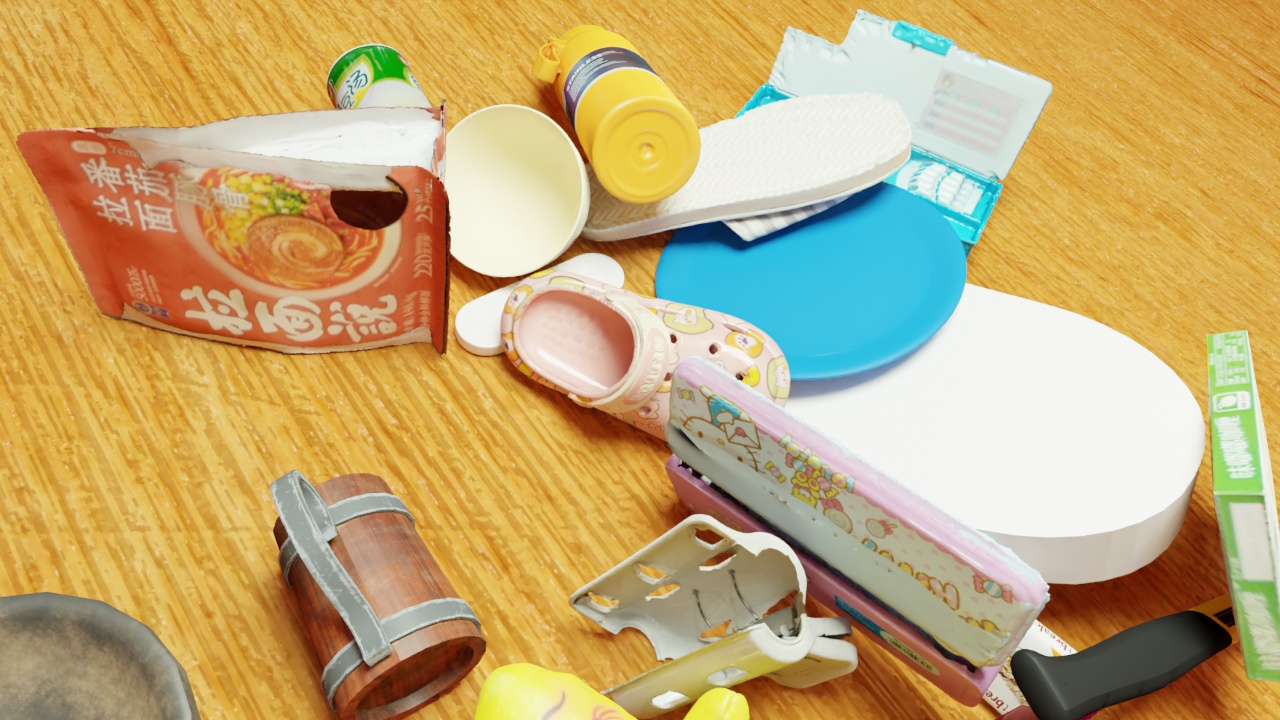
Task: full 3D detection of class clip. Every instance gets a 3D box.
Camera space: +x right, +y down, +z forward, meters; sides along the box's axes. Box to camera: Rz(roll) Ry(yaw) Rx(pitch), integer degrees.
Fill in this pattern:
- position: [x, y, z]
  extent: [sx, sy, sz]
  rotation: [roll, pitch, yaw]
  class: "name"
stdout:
- position: [0.046, 0.155, 0.486]
  extent: [0.151, 0.127, 0.105]
  rotation: [37, 44, -15]
  class: "clip"

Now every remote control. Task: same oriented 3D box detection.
- position: [-0.071, -0.042, 0.661]
  extent: [0.136, 0.013, 0.043]
  rotation: [-27, 65, -28]
  class: "remote control"

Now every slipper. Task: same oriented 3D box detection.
- position: [-0.003, 0.003, 0.586]
  extent: [0.197, 0.093, 0.081]
  rotation: [18, 10, 7]
  class: "slipper"
- position: [0.074, -0.144, 0.716]
  extent: [0.272, 0.054, 0.114]
  rotation: [-14, 49, 1]
  class: "slipper"

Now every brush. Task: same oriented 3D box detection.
- position: [0.189, 0.266, 0.480]
  extent: [0.082, 0.042, 0.173]
  rotation: [40, 56, 16]
  class: "brush"

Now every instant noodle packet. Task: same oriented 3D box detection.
- position: [-0.228, -0.078, 0.557]
  extent: [0.220, 0.165, 0.083]
  rotation: [0, 57, -13]
  class: "instant noodle packet"

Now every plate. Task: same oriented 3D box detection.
- position: [0.124, -0.063, 0.684]
  extent: [0.224, 0.024, 0.223]
  rotation: [-7, 46, 7]
  class: "plate"

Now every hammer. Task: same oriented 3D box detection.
- position: [0.332, 0.161, 0.545]
  extent: [0.322, 0.029, 0.127]
  rotation: [-4, 53, -34]
  class: "hammer"

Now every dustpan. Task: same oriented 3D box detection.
- position: [0.222, 0.041, 0.608]
  extent: [0.258, 0.053, 0.191]
  rotation: [22, 57, 36]
  class: "dustpan"

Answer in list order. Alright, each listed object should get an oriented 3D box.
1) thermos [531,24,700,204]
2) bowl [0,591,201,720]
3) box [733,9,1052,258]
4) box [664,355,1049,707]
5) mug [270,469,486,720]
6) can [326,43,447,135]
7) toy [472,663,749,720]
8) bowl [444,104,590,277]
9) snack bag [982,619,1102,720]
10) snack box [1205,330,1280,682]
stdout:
- position: [-0.026, -0.205, 0.701]
  extent: [0.091, 0.076, 0.232]
  rotation: [42, 15, -33]
  class: "thermos"
- position: [-0.280, 0.192, 0.409]
  extent: [0.162, 0.070, 0.162]
  rotation: [6, 54, -8]
  class: "bowl"
- position: [0.203, -0.195, 0.784]
  extent: [0.227, 0.086, 0.168]
  rotation: [27, 88, 12]
  class: "box"
- position: [0.100, 0.094, 0.494]
  extent: [0.214, 0.151, 0.040]
  rotation: [33, 60, 28]
  class: "box"
- position: [-0.144, 0.114, 0.471]
  extent: [0.081, 0.117, 0.111]
  rotation: [-32, 62, -10]
  class: "mug"
- position: [-0.188, -0.178, 0.698]
  extent: [0.067, 0.067, 0.121]
  rotation: [-18, 61, -24]
  class: "can"
- position: [0.006, 0.224, 0.444]
  extent: [0.194, 0.087, 0.134]
  rotation: [12, 71, 0]
  class: "toy"
- position: [-0.084, -0.119, 0.669]
  extent: [0.118, 0.118, 0.074]
  rotation: [34, 13, 12]
  class: "bowl"
- position: [0.179, 0.147, 0.548]
  extent: [0.196, 0.070, 0.016]
  rotation: [40, 36, 15]
  class: "snack bag"
- position: [0.358, 0.079, 0.542]
  extent: [0.027, 0.132, 0.167]
  rotation: [-8, 26, 35]
  class: "snack box"
